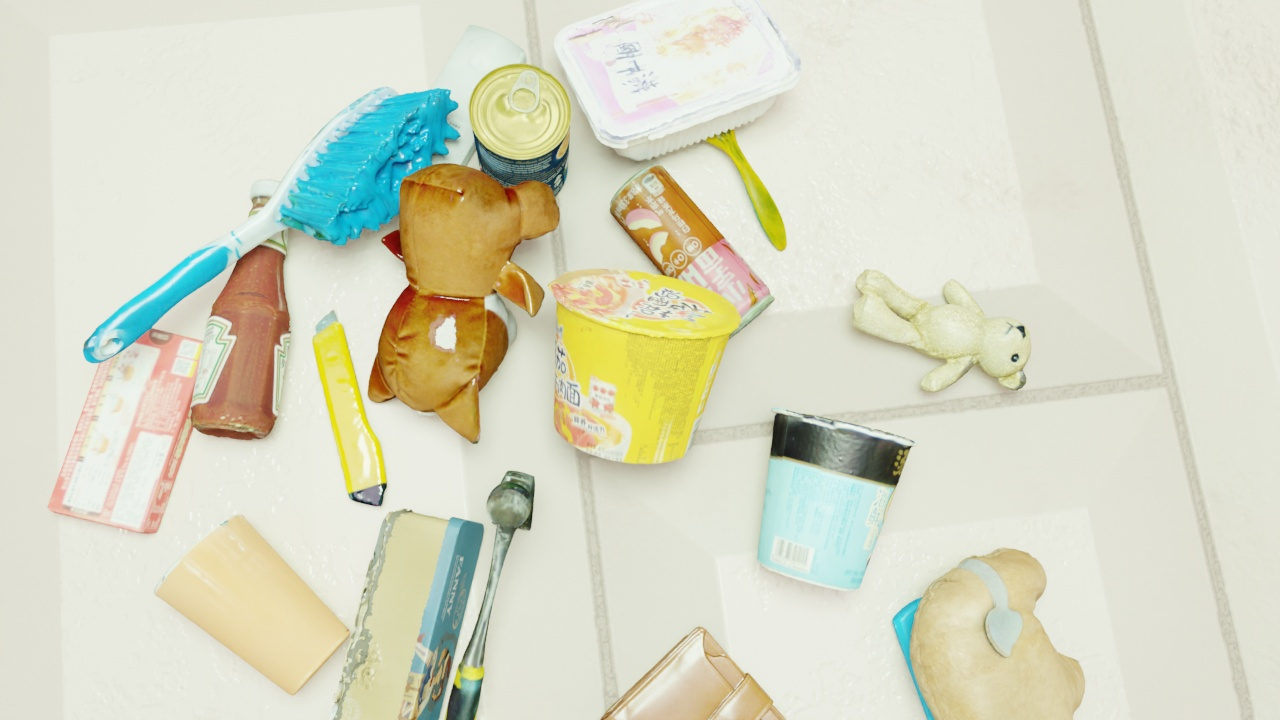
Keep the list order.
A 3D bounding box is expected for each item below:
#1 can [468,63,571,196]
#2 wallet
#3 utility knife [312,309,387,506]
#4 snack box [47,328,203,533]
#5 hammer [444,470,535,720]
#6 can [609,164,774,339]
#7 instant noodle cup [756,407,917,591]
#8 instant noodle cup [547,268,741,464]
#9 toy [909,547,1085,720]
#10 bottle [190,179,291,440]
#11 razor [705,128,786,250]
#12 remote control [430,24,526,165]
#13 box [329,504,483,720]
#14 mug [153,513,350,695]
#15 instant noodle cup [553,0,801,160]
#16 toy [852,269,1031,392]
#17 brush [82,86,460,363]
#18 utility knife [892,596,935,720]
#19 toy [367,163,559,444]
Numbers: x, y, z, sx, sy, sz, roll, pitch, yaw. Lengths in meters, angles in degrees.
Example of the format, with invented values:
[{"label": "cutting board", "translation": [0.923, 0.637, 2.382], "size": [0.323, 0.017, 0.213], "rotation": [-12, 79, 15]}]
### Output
[{"label": "can", "translation": [-0.093, -0.172, 0.722], "size": [0.075, 0.111, 0.075], "rotation": [1, 79, -5]}, {"label": "wallet", "translation": [0.052, 0.283, 0.691], "size": [0.107, 0.031, 0.132], "rotation": [-41, 86, -8]}, {"label": "utility knife", "translation": [-0.230, 0.038, 0.725], "size": [0.033, 0.015, 0.163], "rotation": [-15, 80, -11]}, {"label": "snack box", "translation": [-0.390, 0.051, 0.708], "size": [0.075, 0.025, 0.152], "rotation": [14, 79, 0]}, {"label": "hammer", "translation": [-0.123, 0.237, 0.660], "size": [0.032, 0.126, 0.323], "rotation": [13, 90, -3]}, {"label": "can", "translation": [0.041, -0.087, 0.741], "size": [0.058, 0.058, 0.147], "rotation": [-39, 84, -9]}, {"label": "instant noodle cup", "translation": [0.140, 0.106, 0.695], "size": [0.111, 0.111, 0.120], "rotation": [13, 87, -1]}, {"label": "instant noodle cup", "translation": [-0.004, 0.004, 0.678], "size": [0.138, 0.137, 0.110], "rotation": [10, 112, -2]}, {"label": "toy", "translation": [0.281, 0.254, 0.679], "size": [0.143, 0.083, 0.226], "rotation": [-26, 91, -19]}, {"label": "bottle", "translation": [-0.302, -0.042, 0.716], "size": [0.060, 0.060, 0.205], "rotation": [4, 74, -3]}, {"label": "razor", "translation": [0.089, -0.152, 0.773], "size": [0.043, 0.028, 0.132], "rotation": [-27, 84, -11]}, {"label": "remote control", "translation": [-0.150, -0.216, 0.773], "size": [0.056, 0.019, 0.135], "rotation": [27, 80, 2]}, {"label": "box", "translation": [-0.165, 0.188, 0.665], "size": [0.061, 0.090, 0.184], "rotation": [13, 81, 5]}, {"label": "mug", "translation": [-0.278, 0.182, 0.670], "size": [0.123, 0.078, 0.078], "rotation": [43, 80, -1]}, {"label": "instant noodle cup", "translation": [0.030, -0.232, 0.753], "size": [0.173, 0.060, 0.138], "rotation": [-22, 64, -5]}, {"label": "toy", "translation": [0.242, -0.029, 0.738], "size": [0.157, 0.066, 0.105], "rotation": [20, 62, -7]}, {"label": "brush", "translation": [-0.264, -0.102, 0.683], "size": [0.109, 0.061, 0.313], "rotation": [20, 61, 25]}, {"label": "utility knife", "translation": [0.245, 0.302, 0.704], "size": [0.034, 0.018, 0.236], "rotation": [-16, 82, -8]}, {"label": "toy", "translation": [-0.139, -0.045, 0.694], "size": [0.140, 0.130, 0.199], "rotation": [17, 93, 37]}]
